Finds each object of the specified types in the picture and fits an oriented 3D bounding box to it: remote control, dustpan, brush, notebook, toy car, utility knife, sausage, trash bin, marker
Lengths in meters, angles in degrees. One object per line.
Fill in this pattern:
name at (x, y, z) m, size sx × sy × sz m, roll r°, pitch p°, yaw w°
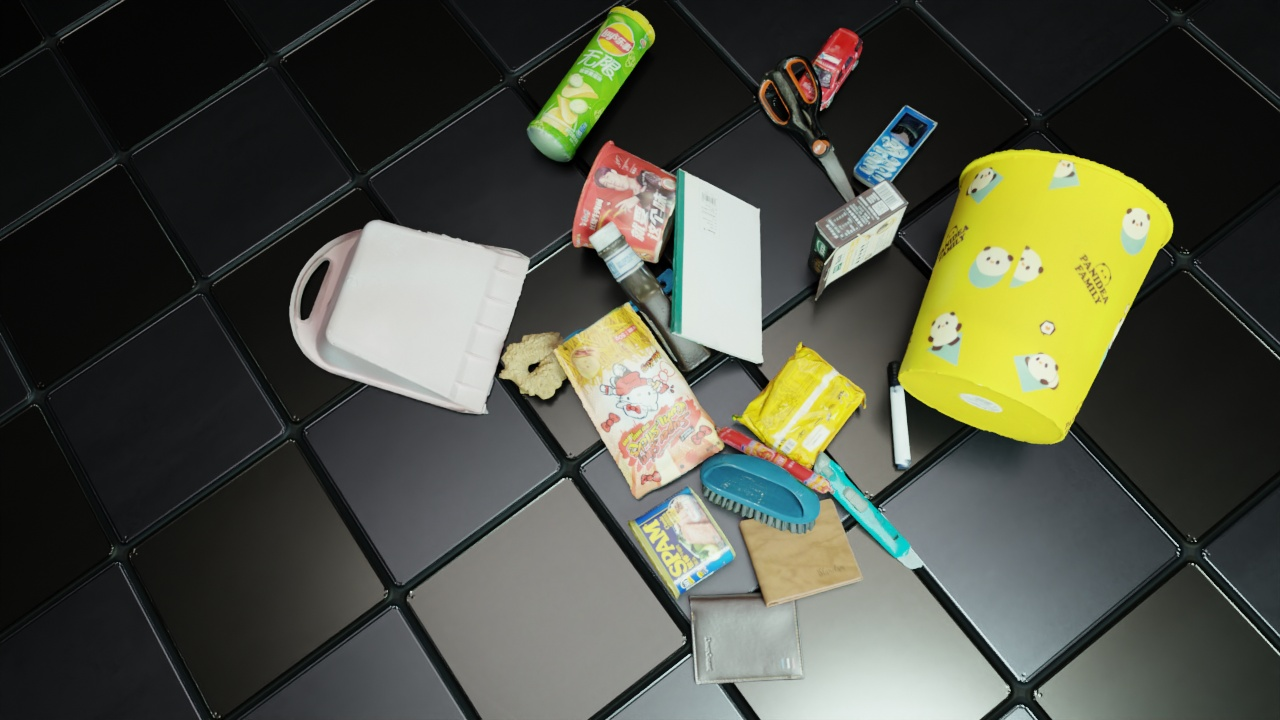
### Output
remote control at (0.328, -0.273, 1.185) m, size 0.049 × 0.024 × 0.124 m, roll 38°, pitch 80°, yaw 15°
dustpan at (-0.304, -0.067, 1.183) m, size 0.273 × 0.139 × 0.222 m, roll 23°, pitch 72°, yaw -17°
brush at (0.134, 0.142, 1.033) m, size 0.144 × 0.074 × 0.055 m, roll 21°, pitch 47°, yaw 21°
brush at (-0.060, -0.037, 1.141) m, size 0.254 × 0.046 × 0.083 m, roll -33°, pitch 69°, yaw -10°
notebook at (0.095, -0.112, 1.106) m, size 0.012 × 0.150 × 0.208 m, roll -16°, pitch 65°, yaw 45°
toy car at (0.250, -0.388, 1.219) m, size 0.053 × 0.045 × 0.120 m, roll 29°, pitch 79°, yaw 14°
utility knife at (0.257, 0.173, 1.043) m, size 0.029 × 0.013 × 0.171 m, roll -44°, pitch 87°, yaw -1°
sausage at (0.153, 0.113, 1.052) m, size 0.156 × 0.020 × 0.020 m, roll 27°, pitch 76°, yaw 22°
trash bin at (0.419, -0.062, 1.016) m, size 0.230 × 0.229 × 0.255 m, roll 24°, pitch 82°, yaw 12°
marker at (0.307, 0.064, 1.084) m, size 0.022 × 0.018 × 0.130 m, roll 1°, pitch 72°, yaw -5°

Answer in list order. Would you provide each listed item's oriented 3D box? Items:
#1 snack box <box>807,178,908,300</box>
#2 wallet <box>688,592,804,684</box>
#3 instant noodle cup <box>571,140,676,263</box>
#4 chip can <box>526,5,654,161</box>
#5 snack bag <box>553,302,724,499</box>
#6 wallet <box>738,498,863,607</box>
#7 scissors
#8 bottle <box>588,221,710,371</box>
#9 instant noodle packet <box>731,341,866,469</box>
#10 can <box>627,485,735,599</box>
snack box at (0.252, -0.143, 1.104) m, size 0.125 × 0.113 × 0.053 m, roll -31°, pitch 71°, yaw -6°
wallet at (0.117, 0.308, 1.023) m, size 0.122 × 0.020 × 0.096 m, roll -5°, pitch 72°, yaw 6°
instant noodle cup at (-0.011, -0.189, 1.136) m, size 0.108 × 0.138 × 0.137 m, roll 21°, pitch 75°, yaw 4°
chip can at (-0.067, -0.367, 1.224) m, size 0.072 × 0.072 × 0.221 m, roll 30°, pitch 78°, yaw 13°
snack bag at (-0.004, 0.046, 1.081) m, size 0.128 × 0.073 × 0.208 m, roll -32°, pitch 90°, yaw -6°
wallet at (0.180, 0.215, 1.037) m, size 0.115 × 0.020 × 0.101 m, roll -16°, pitch 60°, yaw -3°
scissors at (0.237, -0.295, 1.181) m, size 0.235 × 0.021 × 0.125 m, roll 47°, pitch 120°, yaw 19°
bottle at (0.009, -0.076, 1.088) m, size 0.044 × 0.080 × 0.195 m, roll -37°, pitch 99°, yaw -2°
instant noodle packet at (0.188, 0.059, 1.082) m, size 0.111 × 0.044 × 0.128 m, roll 41°, pitch 82°, yaw 13°
can at (0.047, 0.205, 1.041) m, size 0.083 × 0.057 × 0.102 m, roll -32°, pitch 73°, yaw -8°
